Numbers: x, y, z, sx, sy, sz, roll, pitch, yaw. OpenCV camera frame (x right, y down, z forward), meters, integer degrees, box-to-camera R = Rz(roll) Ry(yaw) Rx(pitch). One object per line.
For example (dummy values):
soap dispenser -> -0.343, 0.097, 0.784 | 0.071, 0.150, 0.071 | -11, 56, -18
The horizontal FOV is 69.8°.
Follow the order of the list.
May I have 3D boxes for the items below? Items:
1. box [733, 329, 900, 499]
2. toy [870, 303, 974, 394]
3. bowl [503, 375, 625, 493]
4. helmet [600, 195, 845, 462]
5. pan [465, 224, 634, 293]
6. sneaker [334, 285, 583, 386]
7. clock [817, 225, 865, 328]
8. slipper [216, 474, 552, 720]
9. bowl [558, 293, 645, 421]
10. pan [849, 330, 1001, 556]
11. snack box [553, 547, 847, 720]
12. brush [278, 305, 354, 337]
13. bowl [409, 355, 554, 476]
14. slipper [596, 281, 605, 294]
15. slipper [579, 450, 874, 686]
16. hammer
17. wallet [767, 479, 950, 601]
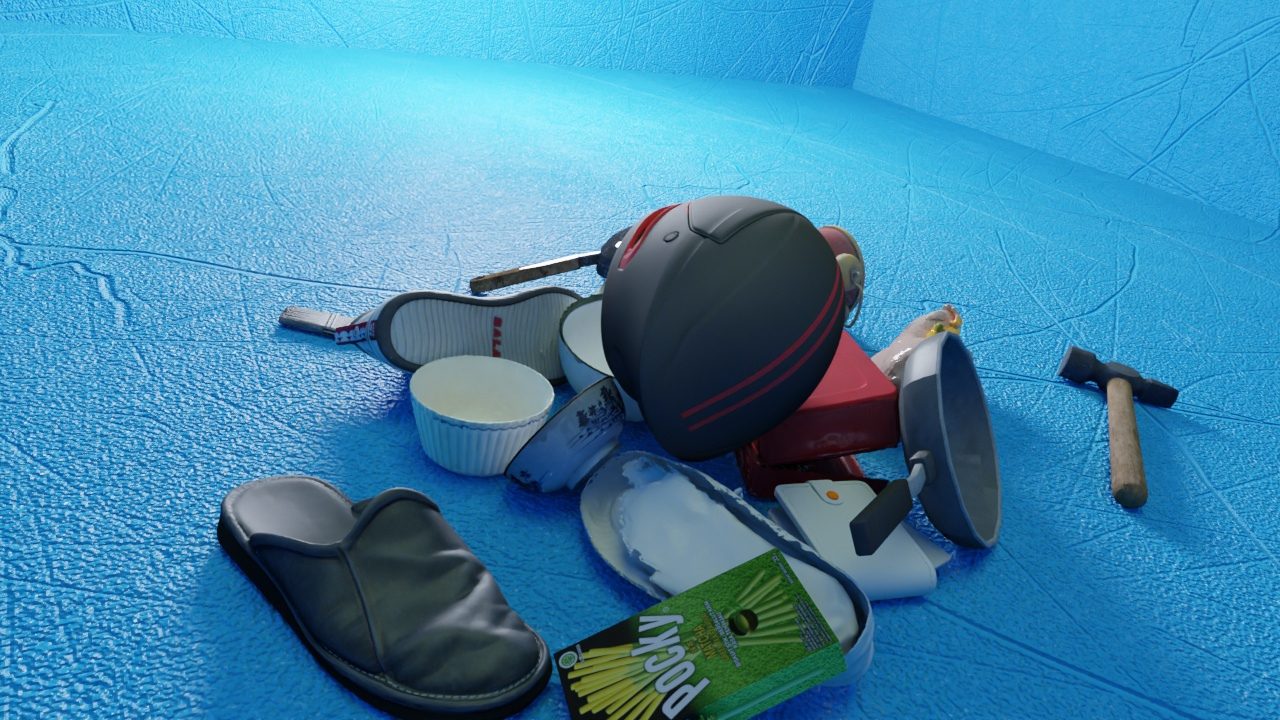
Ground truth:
box -> 0.145, 0.042, 0.816 | 0.134, 0.112, 0.157 | 1, 26, -8
toy -> 0.303, -0.010, 0.960 | 0.263, 0.197, 0.065 | -33, 90, -45
bowl -> -0.048, 0.067, 0.711 | 0.045, 0.115, 0.114 | 46, 34, 8
helmet -> 0.071, -0.035, 0.713 | 0.170, 0.164, 0.263 | 0, 41, 38
pan -> -0.030, -0.123, 1.059 | 0.357, 0.040, 0.207 | -9, 21, 1
sneaker -> -0.156, -0.023, 0.877 | 0.262, 0.097, 0.129 | -2, 2, -44
clock -> 0.217, -0.098, 1.134 | 0.081, 0.117, 0.159 | -9, 37, -28
slipper -> -0.165, 0.119, 0.565 | 0.266, 0.084, 0.108 | 27, 28, 30
bowl -> -0.005, 0.005, 0.864 | 0.153, 0.073, 0.153 | 9, 33, -6
pan -> 0.209, 0.078, 0.680 | 0.041, 0.178, 0.356 | -13, 2, 31
snack box -> 0.030, 0.170, 0.518 | 0.147, 0.025, 0.080 | -24, 32, -5
brush -> -0.290, -0.031, 0.919 | 0.151, 0.012, 0.038 | 13, 25, 4
bowl -> -0.131, 0.048, 0.750 | 0.115, 0.063, 0.115 | 8, 25, -4
slipper -> 0.071, -0.064, 1.006 | 0.262, 0.079, 0.111 | 14, 52, 19
slipper -> 0.053, 0.134, 0.625 | 0.112, 0.075, 0.247 | -38, 44, -28
hammer -> 0.516, 0.072, 0.978 | 0.129, 0.040, 0.320 | 22, 28, 16
wallet -> 0.171, 0.137, 0.708 | 0.115, 0.038, 0.118 | 0, 30, -21
